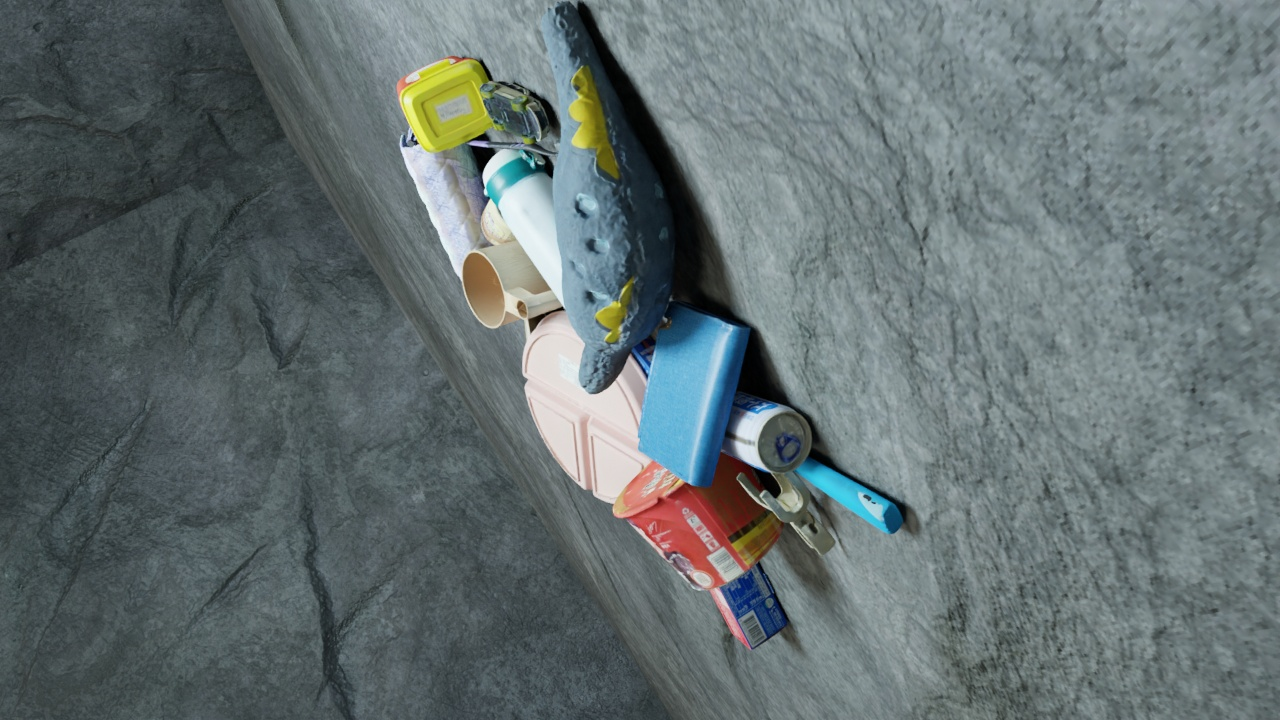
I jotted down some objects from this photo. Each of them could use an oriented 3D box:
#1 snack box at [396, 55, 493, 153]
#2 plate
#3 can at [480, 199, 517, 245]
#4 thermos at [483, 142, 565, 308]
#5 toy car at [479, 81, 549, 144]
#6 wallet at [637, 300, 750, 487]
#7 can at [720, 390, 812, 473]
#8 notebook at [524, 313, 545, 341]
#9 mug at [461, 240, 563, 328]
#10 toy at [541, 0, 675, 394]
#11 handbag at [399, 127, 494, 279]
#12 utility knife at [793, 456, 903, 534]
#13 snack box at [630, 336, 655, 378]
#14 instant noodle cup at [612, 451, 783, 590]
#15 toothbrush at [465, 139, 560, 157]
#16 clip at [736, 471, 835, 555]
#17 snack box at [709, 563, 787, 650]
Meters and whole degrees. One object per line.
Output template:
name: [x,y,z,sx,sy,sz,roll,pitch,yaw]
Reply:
snack box: [-0.202,-0.270,0.944,0.080,0.091,0.082,50,164,51]
plate: [-0.057,0.057,0.994,0.230,0.028,0.230,31,134,38]
can: [-0.141,-0.162,1.012,0.058,0.058,0.116,60,164,-6]
thermos: [-0.075,-0.112,0.899,0.224,0.073,0.073,55,164,12]
toy car: [-0.114,-0.231,0.845,0.090,0.035,0.042,35,155,41]
wallet: [0.041,0.024,0.744,0.106,0.040,0.133,28,107,59]
can: [0.083,0.053,0.751,0.053,0.053,0.135,63,164,-17]
notebook: [-0.125,-0.024,1.179,0.207,0.008,0.148,-107,-2,-53]
mug: [-0.113,-0.082,0.969,0.125,0.103,0.084,25,127,43]
toy: [-0.027,-0.088,0.727,0.138,0.091,0.357,50,152,43]
handbag: [-0.219,-0.192,1.100,0.134,0.075,0.194,-106,-5,-60]
utility knife: [0.136,0.087,0.720,0.034,0.018,0.199,47,172,-28]
snack box: [-0.006,0.006,0.950,0.157,0.026,0.085,52,152,18]
instant noodle cup: [0.058,0.141,0.861,0.108,0.137,0.138,53,165,-7]
toothbrush: [-0.116,-0.205,0.872,0.189,0.014,0.017,19,129,46]
clip: [0.121,0.118,0.778,0.092,0.035,0.103,38,172,44]
snack box: [0.094,0.224,1.035,0.207,0.057,0.058,63,166,-16]
